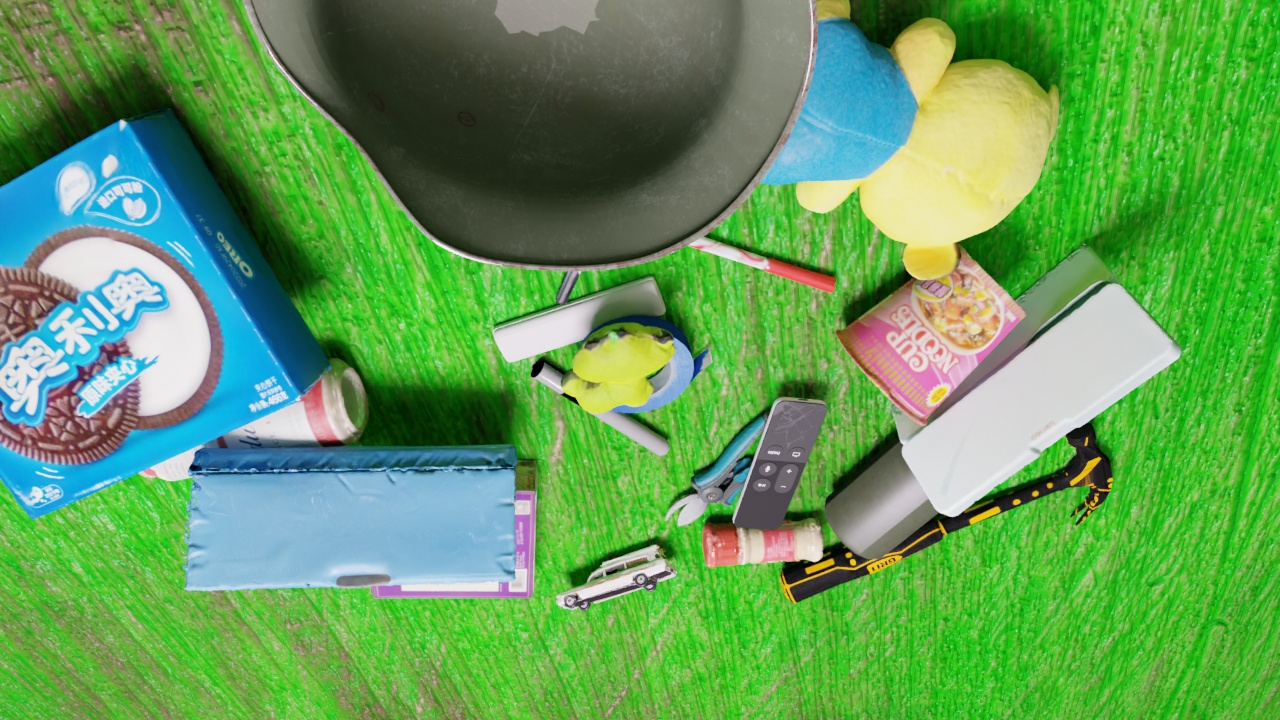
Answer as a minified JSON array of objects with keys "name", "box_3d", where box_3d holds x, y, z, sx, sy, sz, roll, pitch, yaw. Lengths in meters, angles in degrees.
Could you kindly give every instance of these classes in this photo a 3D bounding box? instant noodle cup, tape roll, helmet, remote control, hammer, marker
[{"name":"instant noodle cup","box_3d":[0.218,-0.023,0.678,0.097,0.097,0.109,35,111,-28]},{"name":"tape roll","box_3d":[-0.004,0.004,0.713,0.093,0.016,0.092,26,127,-33]},{"name":"helmet","box_3d":[-0.060,-0.187,0.475,0.267,0.153,0.228,16,124,-23]},{"name":"remote control","box_3d":[0.117,0.091,0.783,0.045,0.008,0.147,6,126,-11]},{"name":"hammer","box_3d":[0.283,0.160,0.866,0.321,0.036,0.123,-25,127,11]},{"name":"remote control","box_3d":[-0.046,-0.029,0.694,0.131,0.012,0.033,-17,128,8]},{"name":"marker","box_3d":[-0.029,-0.099,0.641,0.011,0.011,0.152,16,126,-17]},{"name":"marker","box_3d":[0.080,-0.074,0.670,0.142,0.012,0.013,16,125,-17]},{"name":"marker","box_3d":[-0.030,0.041,0.750,0.140,0.016,0.016,34,118,-28]}]

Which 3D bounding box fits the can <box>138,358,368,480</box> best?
[{"name":"can","box_3d":[-0.297,0.046,0.697,0.170,0.067,0.067,-11,129,4]}]

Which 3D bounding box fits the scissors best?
[{"name":"scissors","box_3d":[0.084,0.098,0.805,0.153,0.019,0.128,-8,128,0]}]

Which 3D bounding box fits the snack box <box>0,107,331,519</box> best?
[{"name":"snack box","box_3d":[-0.357,-0.024,0.604,0.239,0.056,0.195,-23,107,14]}]

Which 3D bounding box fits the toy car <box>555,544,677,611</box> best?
[{"name":"toy car","box_3d":[-0.024,0.206,0.869,0.113,0.039,0.039,-20,154,11]}]

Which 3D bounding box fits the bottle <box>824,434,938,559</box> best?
[{"name":"bottle","box_3d":[0.249,0.084,0.775,0.071,0.071,0.207,27,121,-24]}]

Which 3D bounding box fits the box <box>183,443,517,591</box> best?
[{"name":"box","box_3d":[-0.206,0.125,0.676,0.231,0.102,0.094,1,141,-13]}]

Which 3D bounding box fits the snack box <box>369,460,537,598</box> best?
[{"name":"snack box","box_3d":[-0.166,0.151,0.810,0.148,0.040,0.144,2,128,-7]}]

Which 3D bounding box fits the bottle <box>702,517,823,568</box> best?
[{"name":"bottle","box_3d":[0.113,0.168,0.848,0.109,0.044,0.044,-2,129,-5]}]

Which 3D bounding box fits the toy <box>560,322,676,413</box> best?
[{"name":"toy","box_3d":[-0.016,0.006,0.673,0.094,0.036,0.093,-13,144,9]}]

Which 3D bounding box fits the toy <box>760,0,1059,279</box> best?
[{"name":"toy","box_3d":[0.162,-0.138,0.582,0.214,0.083,0.149,19,126,-16]}]

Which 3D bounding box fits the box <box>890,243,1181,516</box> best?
[{"name":"box","box_3d":[0.274,0.012,0.677,0.049,0.136,0.198,32,119,-27]}]
